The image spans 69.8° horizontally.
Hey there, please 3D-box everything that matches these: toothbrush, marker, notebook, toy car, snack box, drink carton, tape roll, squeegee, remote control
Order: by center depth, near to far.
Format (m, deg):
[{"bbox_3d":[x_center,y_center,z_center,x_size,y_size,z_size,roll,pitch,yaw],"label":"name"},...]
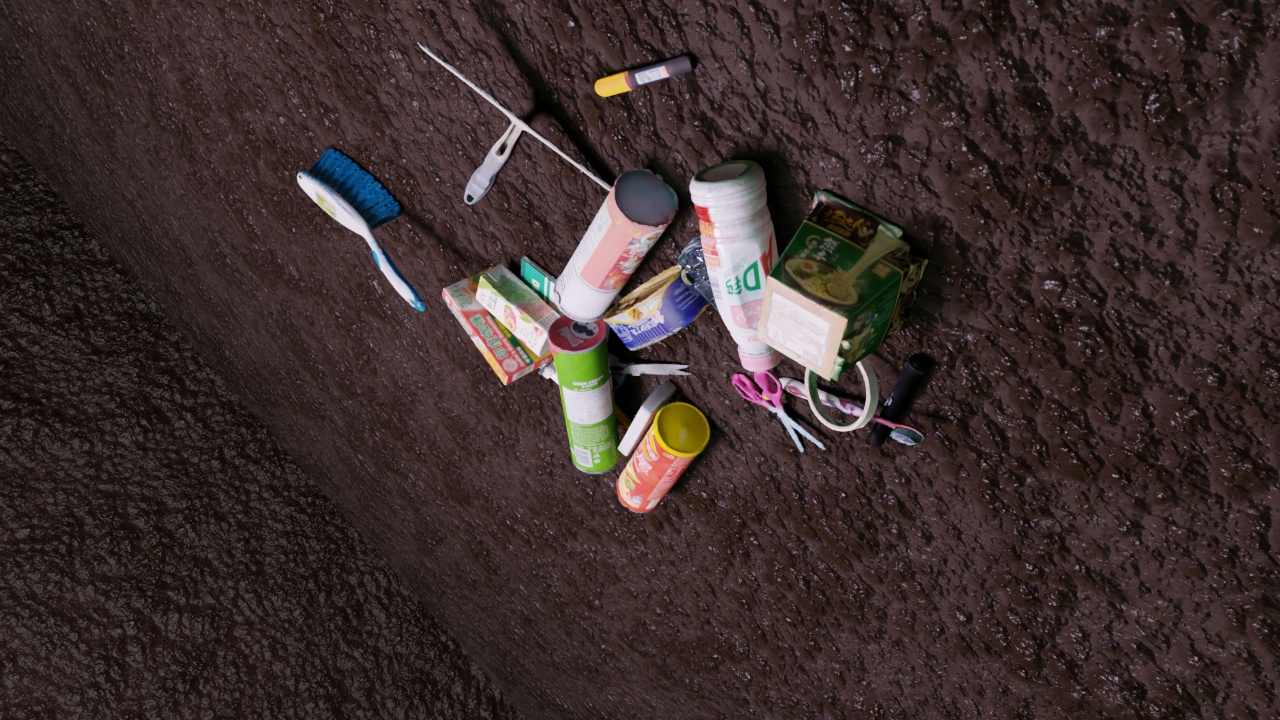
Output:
[{"bbox_3d":[0.161,-0.056,0.788,0.117,0.105,0.118,33,145,24],"label":"snack box"},{"bbox_3d":[0.003,-0.262,0.843,0.124,0.015,0.018,3,129,47],"label":"marker"},{"bbox_3d":[0.246,0.041,0.876,0.022,0.020,0.132,21,144,10],"label":"marker"},{"bbox_3d":[0.195,0.026,0.892,0.086,0.013,0.086,21,116,52],"label":"tape roll"},{"bbox_3d":[0.202,0.049,0.915,0.188,0.017,0.016,24,138,49],"label":"toothbrush"},{"bbox_3d":[0.090,-0.074,0.924,0.120,0.036,0.054,46,143,-16],"label":"toy car"},{"bbox_3d":[-0.162,-0.236,1.053,0.246,0.039,0.247,35,157,-13],"label":"squeegee"},{"bbox_3d":[0.007,0.074,1.171,0.019,0.056,0.135,41,149,9],"label":"remote control"},{"bbox_3d":[-0.157,-0.068,1.201,0.122,0.045,0.054,42,145,12],"label":"drink carton"},{"bbox_3d":[-0.106,-0.012,1.228,0.018,0.015,0.181,42,150,-1],"label":"toothbrush"},{"bbox_3d":[-0.192,-0.048,1.233,0.155,0.076,0.027,52,151,14],"label":"snack box"},{"bbox_3d":[-0.109,-0.032,1.240,0.150,0.012,0.210,39,148,16],"label":"notebook"}]

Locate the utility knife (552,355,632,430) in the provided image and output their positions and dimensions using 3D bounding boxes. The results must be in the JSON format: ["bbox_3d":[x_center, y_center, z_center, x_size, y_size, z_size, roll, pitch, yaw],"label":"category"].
[{"bbox_3d":[-0.050,0.056,1.236,0.197,0.015,0.033,46,152,-17],"label":"utility knife"}]

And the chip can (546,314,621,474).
[{"bbox_3d":[-0.068,0.047,1.166,0.072,0.072,0.236,29,144,29],"label":"chip can"}]

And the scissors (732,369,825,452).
[{"bbox_3d":[0.147,0.053,1.011,0.124,0.017,0.133,17,147,53],"label":"scissors"}]

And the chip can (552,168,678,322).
[{"bbox_3d":[-0.032,-0.119,0.989,0.071,0.071,0.215,46,148,3],"label":"chip can"}]

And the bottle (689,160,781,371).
[{"bbox_3d":[0.098,-0.083,0.854,0.068,0.068,0.197,13,128,44],"label":"bottle"}]

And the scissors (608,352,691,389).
[{"bbox_3d":[-0.004,0.016,1.154,0.174,0.014,0.141,27,144,15],"label":"scissors"}]

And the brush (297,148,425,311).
[{"bbox_3d":[-0.378,-0.187,1.302,0.314,0.109,0.061,38,145,17],"label":"brush"}]

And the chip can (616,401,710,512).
[{"bbox_3d":[0.026,0.132,1.198,0.073,0.073,0.217,42,149,10],"label":"chip can"}]

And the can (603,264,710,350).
[{"bbox_3d":[0.018,-0.057,0.996,0.049,0.074,0.148,50,150,-11],"label":"can"}]
